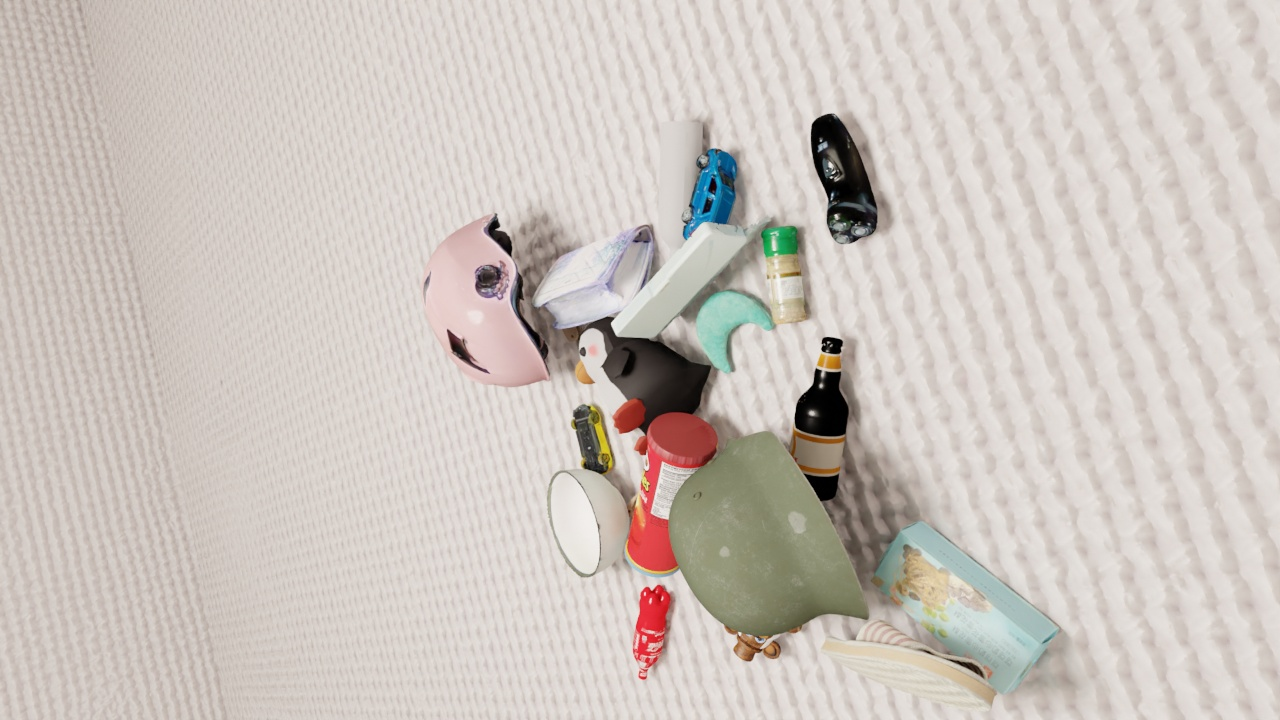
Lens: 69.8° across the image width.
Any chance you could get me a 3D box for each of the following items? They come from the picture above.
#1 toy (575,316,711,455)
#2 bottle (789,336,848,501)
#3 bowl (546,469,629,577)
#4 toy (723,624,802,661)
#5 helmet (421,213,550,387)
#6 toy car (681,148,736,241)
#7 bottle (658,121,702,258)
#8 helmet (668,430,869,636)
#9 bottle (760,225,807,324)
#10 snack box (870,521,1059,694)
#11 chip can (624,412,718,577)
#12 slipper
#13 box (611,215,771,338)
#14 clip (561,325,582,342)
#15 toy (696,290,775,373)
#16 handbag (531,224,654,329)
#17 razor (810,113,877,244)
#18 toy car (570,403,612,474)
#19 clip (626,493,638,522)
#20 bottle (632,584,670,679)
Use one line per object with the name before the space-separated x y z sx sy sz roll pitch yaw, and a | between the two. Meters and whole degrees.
toy | -0.007 0.007 1.198 0.140 0.159 0.184 -40 50 -2
bottle | 0.203 0.064 1.030 0.059 0.059 0.182 18 109 42
bowl | -0.067 0.223 1.299 0.153 0.072 0.153 28 124 52
toy | 0.149 0.318 1.119 0.087 0.067 0.113 30 106 12
helmet | -0.221 -0.068 1.298 0.230 0.152 0.255 92 154 -70
toy car | 0.087 -0.192 1.094 0.044 0.056 0.120 10 83 38
bottle | 0.049 -0.196 1.147 0.052 0.052 0.195 11 104 43
helmet | 0.115 0.202 1.016 0.227 0.154 0.267 65 177 -28
bottle | 0.166 -0.098 1.055 0.043 0.043 0.111 -5 93 45
snack box | 0.328 0.249 0.940 0.175 0.053 0.075 41 125 34
chip can | 0.035 0.174 1.166 0.087 0.086 0.214 39 134 34
slipper | 0.269 0.306 0.937 0.052 0.115 0.263 -63 6 -17
box | 0.063 -0.095 1.090 0.198 0.135 0.044 -44 70 39
clip | -0.103 -0.058 1.343 0.061 0.049 0.026 41 134 -19
toy | 0.108 -0.042 1.128 0.085 0.033 0.105 50 127 14
handbag | -0.058 -0.112 1.236 0.159 0.126 0.069 -16 128 43
razor | 0.210 -0.195 0.980 0.053 0.063 0.140 -23 81 43
toy car | -0.070 0.114 1.327 0.049 0.030 0.107 -18 86 46
clip | -0.004 0.201 1.282 0.049 0.025 0.061 25 121 51
bottle | 0.012 0.381 1.278 0.042 0.041 0.142 23 112 41
